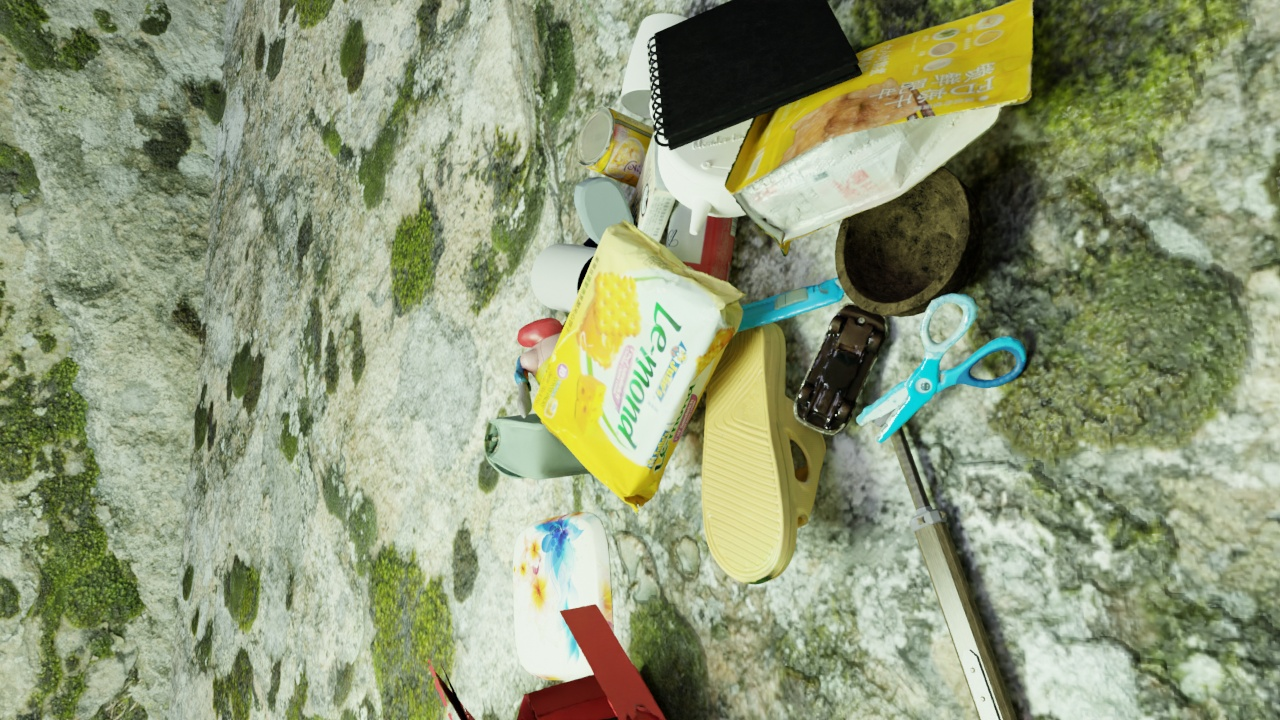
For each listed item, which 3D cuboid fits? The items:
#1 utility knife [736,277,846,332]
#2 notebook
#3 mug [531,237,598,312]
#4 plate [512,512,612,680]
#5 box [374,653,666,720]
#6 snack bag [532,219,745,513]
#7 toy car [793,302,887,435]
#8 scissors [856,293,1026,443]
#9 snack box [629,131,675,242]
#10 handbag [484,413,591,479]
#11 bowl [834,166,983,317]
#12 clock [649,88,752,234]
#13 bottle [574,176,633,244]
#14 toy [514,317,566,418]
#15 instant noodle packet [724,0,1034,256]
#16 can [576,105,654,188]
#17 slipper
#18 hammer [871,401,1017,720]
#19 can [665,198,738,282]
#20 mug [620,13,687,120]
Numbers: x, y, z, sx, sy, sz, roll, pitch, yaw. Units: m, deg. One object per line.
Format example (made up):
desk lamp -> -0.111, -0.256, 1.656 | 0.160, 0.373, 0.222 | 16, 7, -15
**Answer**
utility knife -> 0.138, -0.054, 0.811 | 0.210, 0.015, 0.031 | -16, 57, 32
notebook -> 0.088, -0.270, 0.808 | 0.169, 0.019, 0.231 | -19, 38, 14
mug -> -0.058, -0.104, 1.053 | 0.097, 0.078, 0.111 | 17, 69, 51
plate -> -0.098, 0.275, 1.069 | 0.187, 0.016, 0.186 | -21, 68, 47
box -> -0.081, 0.378, 0.800 | 0.124, 0.315, 0.211 | -53, 45, 15
snack bag -> -0.005, 0.005, 0.870 | 0.159, 0.068, 0.248 | 40, 118, 30
toy car -> 0.169, 0.007, 0.770 | 0.048, 0.040, 0.113 | 25, 88, 15
scissors -> 0.225, 0.021, 0.691 | 0.141, 0.090, 0.014 | -58, -1, 25
snack box -> 0.008, -0.154, 0.952 | 0.150, 0.026, 0.081 | 112, 161, -56
handbag -> -0.094, 0.092, 1.014 | 0.106, 0.121, 0.067 | 7, 97, 48
bowl -> 0.218, -0.089, 0.718 | 0.121, 0.056, 0.121 | -19, 65, 48
clock -> 0.079, -0.204, 0.846 | 0.073, 0.125, 0.160 | 90, 166, -65
bottle -> -0.044, -0.162, 0.994 | 0.161, 0.046, 0.072 | -124, 13, -76
toy -> -0.081, 0.010, 1.011 | 0.097, 0.124, 0.131 | -38, 59, 46
instant noodle packet -> 0.192, -0.189, 0.703 | 0.222, 0.084, 0.162 | -21, 30, 38
can -> -0.010, -0.222, 0.982 | 0.068, 0.105, 0.067 | -19, 64, 47
slipper -> 0.110, 0.078, 0.810 | 0.100, 0.078, 0.262 | -34, 41, 40
hammer -> 0.228, 0.172, 0.682 | 0.147, 0.028, 0.316 | -36, 57, 40
can -> 0.057, -0.103, 0.910 | 0.067, 0.067, 0.170 | 8, 90, 51
mug -> 0.042, -0.309, 0.971 | 0.114, 0.081, 0.087 | 8, 82, 20
